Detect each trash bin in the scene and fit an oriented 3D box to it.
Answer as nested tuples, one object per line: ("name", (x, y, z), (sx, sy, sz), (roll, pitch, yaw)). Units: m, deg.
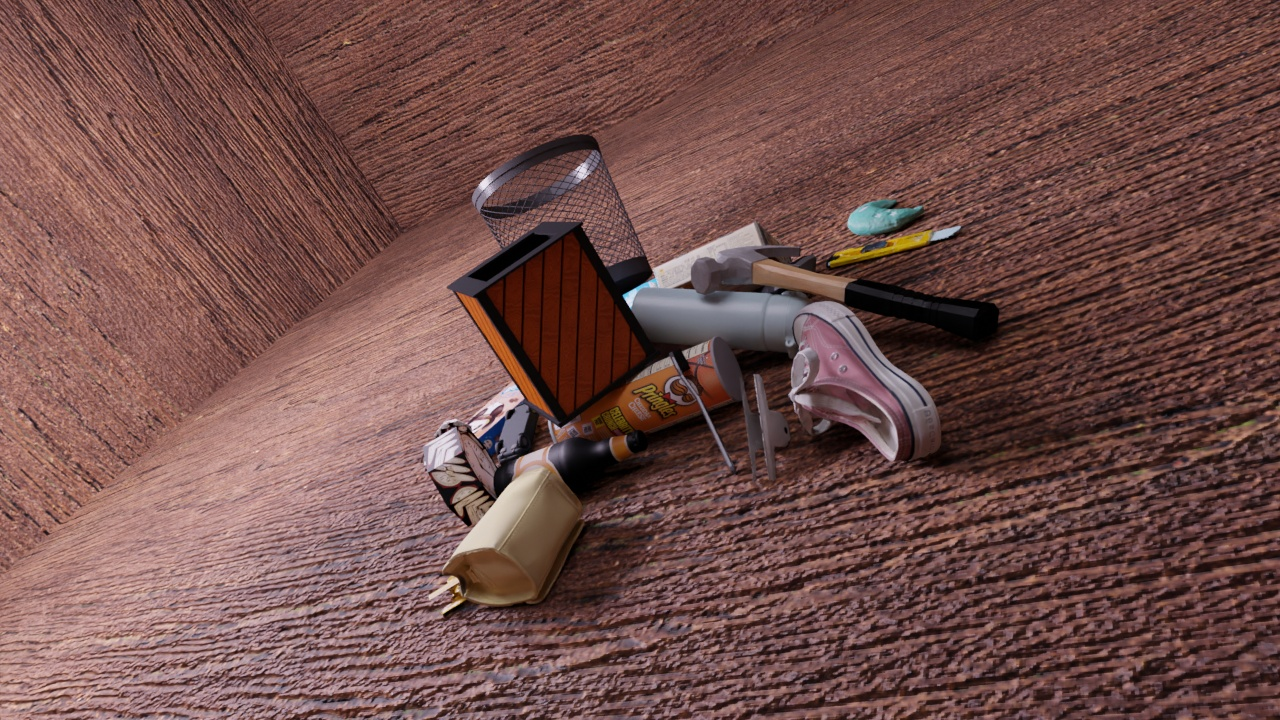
("trash bin", (-0.115, -0.196, 1.440), (0.217, 0.227, 0.218), (-27, -4, -2))
("trash bin", (-0.100, -0.046, 1.037), (0.139, 0.172, 0.140), (-36, 20, -14))

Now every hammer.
("hammer", (0.209, -0.074, 0.954), (0.130, 0.039, 0.329), (-18, 26, -38))

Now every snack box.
("snack box", (-0.199, 0.084, 1.290), (0.151, 0.034, 0.087), (-43, 24, -27))
("snack box", (0.111, -0.112, 1.173), (0.143, 0.041, 0.147), (-23, -18, 20))

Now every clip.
("clip", (-0.194, 0.235, 0.960), (0.054, 0.045, 0.049), (-33, 46, 1))
("clip", (0.112, 0.068, 0.873), (0.050, 0.101, 0.058), (-10, -15, 22))

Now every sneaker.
("sneaker", (0.174, 0.021, 0.821), (0.088, 0.118, 0.241), (-15, 26, -6))

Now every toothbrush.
("toothbrush", (0.063, 0.049, 0.932), (0.013, 0.013, 0.167), (-30, 51, 7))

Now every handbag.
("handbag", (-0.126, 0.180, 0.925), (0.111, 0.081, 0.119), (-24, 23, 39))

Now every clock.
("clock", (-0.212, 0.132, 1.091), (0.065, 0.115, 0.154), (-31, 19, 2))

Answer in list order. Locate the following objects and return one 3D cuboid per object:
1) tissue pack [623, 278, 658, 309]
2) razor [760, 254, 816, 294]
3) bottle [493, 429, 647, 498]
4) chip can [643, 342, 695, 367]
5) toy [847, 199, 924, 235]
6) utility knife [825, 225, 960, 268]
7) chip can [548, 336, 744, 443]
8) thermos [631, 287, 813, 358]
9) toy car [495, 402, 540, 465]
("tissue pack", (0.008, -0.065, 1.293), (0.093, 0.062, 0.144), (-31, 21, 5))
("razor", (0.184, -0.090, 1.127), (0.060, 0.057, 0.155), (20, 38, 9))
("bottle", (-0.074, 0.116, 1.013), (0.182, 0.059, 0.059), (-22, 23, 23))
("chip can", (-0.007, 0.007, 1.142), (0.229, 0.080, 0.080), (-33, 21, -1))
("toy", (0.312, -0.190, 1.197), (0.085, 0.033, 0.105), (-21, 20, -1))
("utility knife", (0.305, -0.139, 1.120), (0.179, 0.017, 0.030), (-8, 41, 41))
("chip can", (0.005, 0.046, 1.035), (0.215, 0.075, 0.075), (-23, 23, 23))
("thermos", (0.095, -0.047, 1.048), (0.207, 0.065, 0.077), (5, 59, 23))
("toy car", (-0.159, 0.096, 1.205), (0.046, 0.034, 0.111), (-19, 31, 19))
